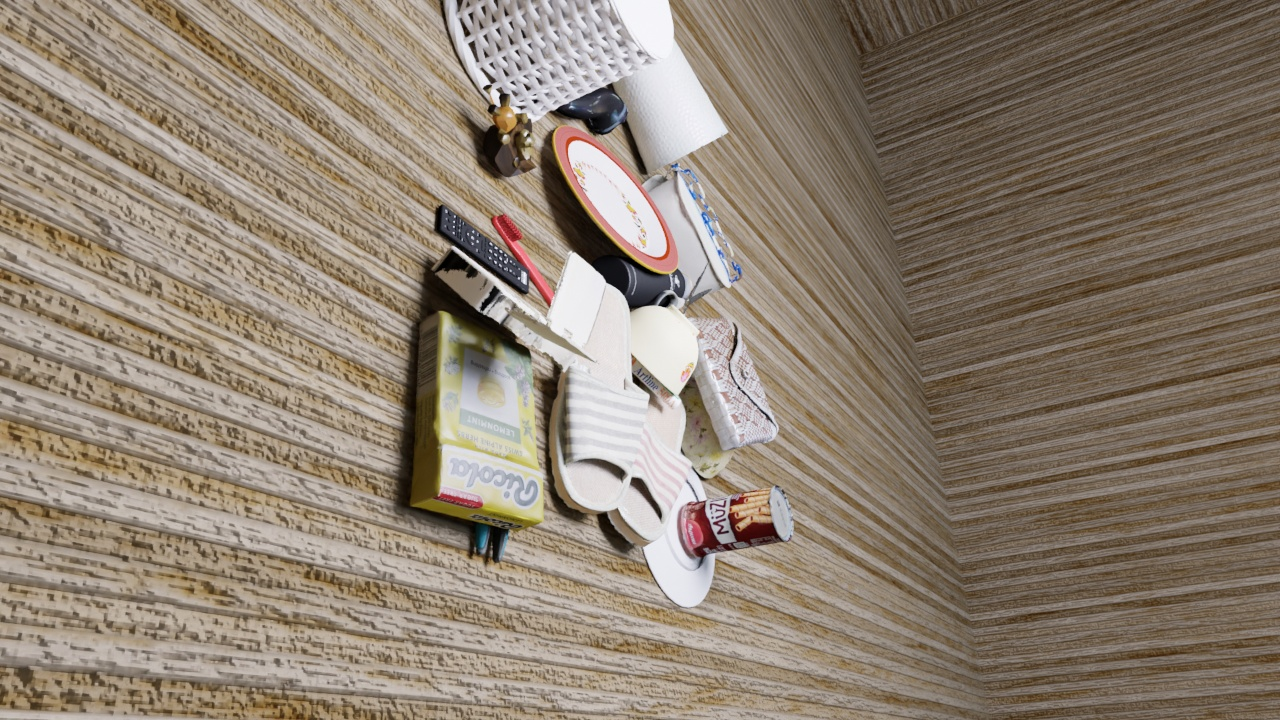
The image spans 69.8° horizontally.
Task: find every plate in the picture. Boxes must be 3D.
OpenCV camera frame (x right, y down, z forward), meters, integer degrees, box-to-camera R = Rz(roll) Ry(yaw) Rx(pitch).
[{"bbox_3d":[-0.034,-0.199,1.160,0.230,0.021,0.229,41,26,-26],"label":"plate"},{"bbox_3d":[0.052,0.202,1.152,0.208,0.015,0.208,41,41,-48],"label":"plate"}]

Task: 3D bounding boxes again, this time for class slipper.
[{"bbox_3d":[-0.043,0.030,0.991,0.114,0.054,0.272,26,54,-38],"label":"slipper"},{"bbox_3d":[0.017,0.105,1.086,0.115,0.052,0.262,50,30,-22],"label":"slipper"}]

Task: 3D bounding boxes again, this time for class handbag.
[{"bbox_3d":[0.078,-0.198,1.364,0.201,0.093,0.199,61,21,-24],"label":"handbag"},{"bbox_3d":[0.118,0.025,1.214,0.124,0.047,0.185,-5,70,-55],"label":"handbag"}]

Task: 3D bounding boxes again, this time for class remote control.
[{"bbox_3d":[-0.156,-0.110,0.929,0.140,0.009,0.030,37,44,-51],"label":"remote control"}]

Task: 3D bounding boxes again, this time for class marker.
[{"bbox_3d":[-0.007,0.006,1.104,0.145,0.017,0.017,44,35,-17],"label":"marker"}]

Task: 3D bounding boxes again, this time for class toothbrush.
[{"bbox_3d":[-0.098,-0.075,1.014,0.212,0.018,0.012,57,31,-31],"label":"toothbrush"}]

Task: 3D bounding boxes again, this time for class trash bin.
[{"bbox_3d":[0.033,-0.374,1.333,0.161,0.133,0.133,63,28,-11],"label":"trash bin"}]

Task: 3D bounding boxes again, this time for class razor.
[{"bbox_3d":[-0.069,-0.325,1.190,0.140,0.053,0.064,-23,129,-58],"label":"razor"}]

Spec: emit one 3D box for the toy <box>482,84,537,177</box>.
[{"bbox_3d":[-0.141,-0.245,0.971,0.076,0.063,0.100,-59,148,-34],"label":"toy"}]

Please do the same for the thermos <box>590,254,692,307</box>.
[{"bbox_3d":[0.012,-0.099,1.196,0.231,0.061,0.061,-4,79,-64],"label":"thermos"}]

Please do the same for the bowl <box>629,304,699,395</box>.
[{"bbox_3d":[0.029,-0.025,1.111,0.118,0.074,0.118,45,4,-4],"label":"bowl"}]

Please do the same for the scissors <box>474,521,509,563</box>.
[{"bbox_3d":[-0.135,0.109,0.834,0.138,0.019,0.136,-21,89,-58],"label":"scissors"}]

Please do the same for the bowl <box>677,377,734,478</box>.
[{"bbox_3d":[0.103,0.085,1.264,0.145,0.063,0.145,45,35,-46],"label":"bowl"}]

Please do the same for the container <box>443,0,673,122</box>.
[{"bbox_3d":[-0.087,-0.389,1.023,0.189,0.187,0.189,40,41,-48],"label":"container"}]

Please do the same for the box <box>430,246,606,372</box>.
[{"bbox_3d":[-0.077,-0.053,0.841,0.184,0.099,0.143,38,0,38],"label":"box"}]

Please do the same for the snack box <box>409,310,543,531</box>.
[{"bbox_3d":[-0.140,0.051,0.805,0.121,0.045,0.180,27,48,-45],"label":"snack box"}]

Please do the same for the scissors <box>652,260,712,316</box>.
[{"bbox_3d":[0.051,-0.065,1.215,0.157,0.012,0.171,12,99,-66],"label":"scissors"}]

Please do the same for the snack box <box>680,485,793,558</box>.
[{"bbox_3d":[0.119,0.198,1.127,0.072,0.122,0.072,39,43,-49],"label":"snack box"}]
